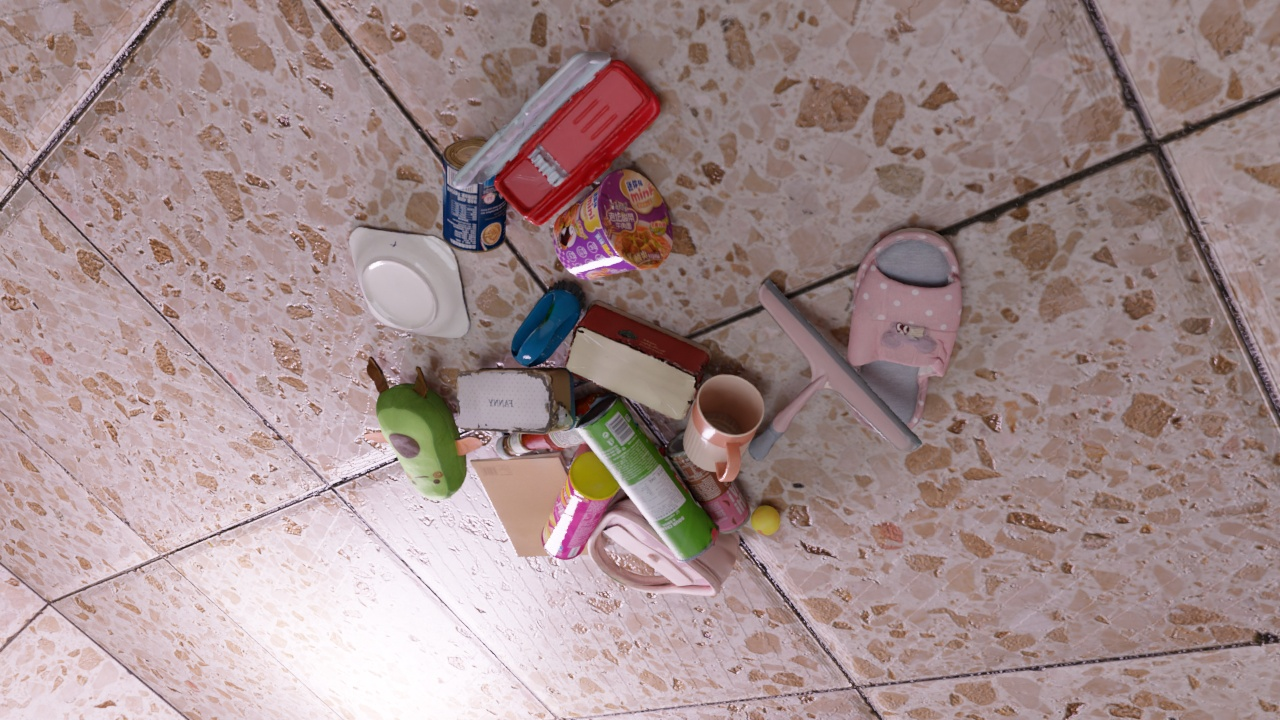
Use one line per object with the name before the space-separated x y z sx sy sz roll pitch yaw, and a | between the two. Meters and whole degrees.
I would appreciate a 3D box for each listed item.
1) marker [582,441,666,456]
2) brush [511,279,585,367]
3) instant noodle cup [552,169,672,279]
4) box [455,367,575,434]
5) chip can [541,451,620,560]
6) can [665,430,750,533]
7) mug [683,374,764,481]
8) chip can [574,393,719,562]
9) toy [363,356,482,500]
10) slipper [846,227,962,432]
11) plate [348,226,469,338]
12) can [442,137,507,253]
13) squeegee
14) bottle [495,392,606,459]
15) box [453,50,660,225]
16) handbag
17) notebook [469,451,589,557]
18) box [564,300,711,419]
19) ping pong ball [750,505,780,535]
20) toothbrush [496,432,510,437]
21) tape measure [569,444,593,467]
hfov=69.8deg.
marker | -0.033 0.116 1.276 0.145 0.017 0.017 7 129 19
brush | -0.122 -0.037 1.154 0.055 0.073 0.144 35 132 -9
instant noodle cup | -0.037 -0.142 1.014 0.099 0.111 0.111 -17 118 42
box | -0.174 0.053 1.228 0.185 0.060 0.090 2 95 35
chip can | -0.088 0.209 1.296 0.071 0.071 0.211 28 142 1
can | 0.091 0.162 1.227 0.058 0.057 0.147 -16 119 33
mug | 0.101 0.093 1.120 0.081 0.114 0.106 -1 148 -10
chip can | 0.009 0.152 1.182 0.072 0.072 0.236 -25 109 37
toy | -0.325 0.109 1.354 0.227 0.089 0.247 3 124 33
slipper | 0.280 -0.018 0.999 0.114 0.054 0.275 13 131 15
plate | -0.314 -0.095 1.223 0.164 0.034 0.164 9 129 17
can | -0.191 -0.191 1.061 0.075 0.075 0.111 19 131 10
squeegee | 0.176 0.069 1.098 0.247 0.040 0.250 48 147 14
bottle | -0.121 0.097 1.272 0.207 0.059 0.060 -21 115 36
box | -0.087 -0.223 0.940 0.202 0.098 0.119 -38 110 27
handbag | 0.011 0.275 1.349 0.193 0.093 0.235 40 140 -9
notebook | -0.158 0.226 1.408 0.150 0.012 0.212 -6 125 19
box | -0.007 0.006 1.135 0.168 0.076 0.092 24 132 6
ping pong ball | 0.170 0.217 1.247 0.040 0.040 0.040 13 130 15
toothbrush | -0.194 0.169 1.393 0.018 0.015 0.181 11 130 24
tape measure | -0.067 0.151 1.307 0.066 0.033 0.066 11 132 15
